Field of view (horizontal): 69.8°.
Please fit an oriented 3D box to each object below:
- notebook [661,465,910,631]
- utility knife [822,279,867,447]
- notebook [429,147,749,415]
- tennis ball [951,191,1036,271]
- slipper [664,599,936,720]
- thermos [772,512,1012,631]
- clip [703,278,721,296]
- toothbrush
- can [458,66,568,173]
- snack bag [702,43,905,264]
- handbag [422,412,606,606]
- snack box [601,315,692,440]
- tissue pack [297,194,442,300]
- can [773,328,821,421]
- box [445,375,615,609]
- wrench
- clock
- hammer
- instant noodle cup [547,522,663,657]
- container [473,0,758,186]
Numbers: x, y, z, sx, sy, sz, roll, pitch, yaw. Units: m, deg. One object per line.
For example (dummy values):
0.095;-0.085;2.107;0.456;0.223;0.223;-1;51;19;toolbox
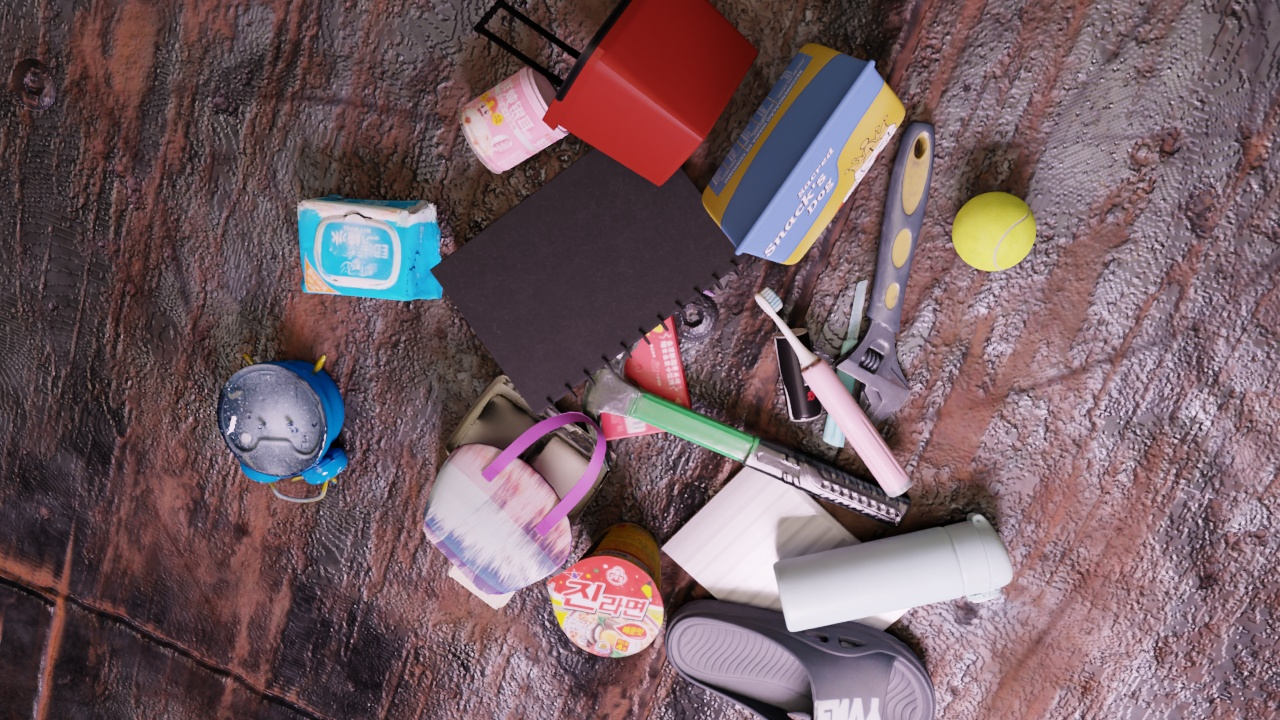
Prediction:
0.145;0.207;0.897;0.210;0.009;0.143;42;107;-2;notebook
0.190;0.005;0.836;0.022;0.015;0.158;4;105;-15;utility knife
-0.043;-0.081;0.806;0.231;0.019;0.169;-37;85;-1;notebook
0.294;-0.107;0.764;0.065;0.065;0.065;2;104;9;tennis ball
0.150;0.302;0.875;0.268;0.083;0.111;13;105;9;slipper
0.229;0.196;0.840;0.207;0.065;0.078;-13;81;5;thermos
0.048;-0.076;0.842;0.052;0.013;0.036;21;105;7;clip
0.169;0.028;0.810;0.026;0.027;0.222;-38;99;-11;toothbrush
-0.110;-0.211;0.807;0.076;0.067;0.067;-27;98;15;can
0.124;-0.157;0.707;0.102;0.205;0.159;35;107;0;snack bag
-0.100;0.116;0.816;0.170;0.068;0.144;-44;90;-2;handbag
-0.005;0.005;0.866;0.089;0.021;0.133;-9;102;12;snack box
-0.255;-0.106;0.860;0.144;0.061;0.093;4;104;8;tissue pack
0.144;0.013;0.837;0.031;0.031;0.080;-9;102;12;can
-0.130;0.123;0.895;0.145;0.101;0.186;38;87;0;box
0.220;-0.069;0.804;0.073;0.022;0.273;6;103;-8;wrench
-0.357;0.071;0.925;0.117;0.060;0.161;3;106;8;clock
0.098;0.082;0.847;0.319;0.032;0.130;22;102;-2;hammer
-0.020;0.209;0.872;0.100;0.112;0.100;2;103;9;instant noodle cup
-0.025;-0.252;0.735;0.201;0.127;0.147;35;64;-10;container
